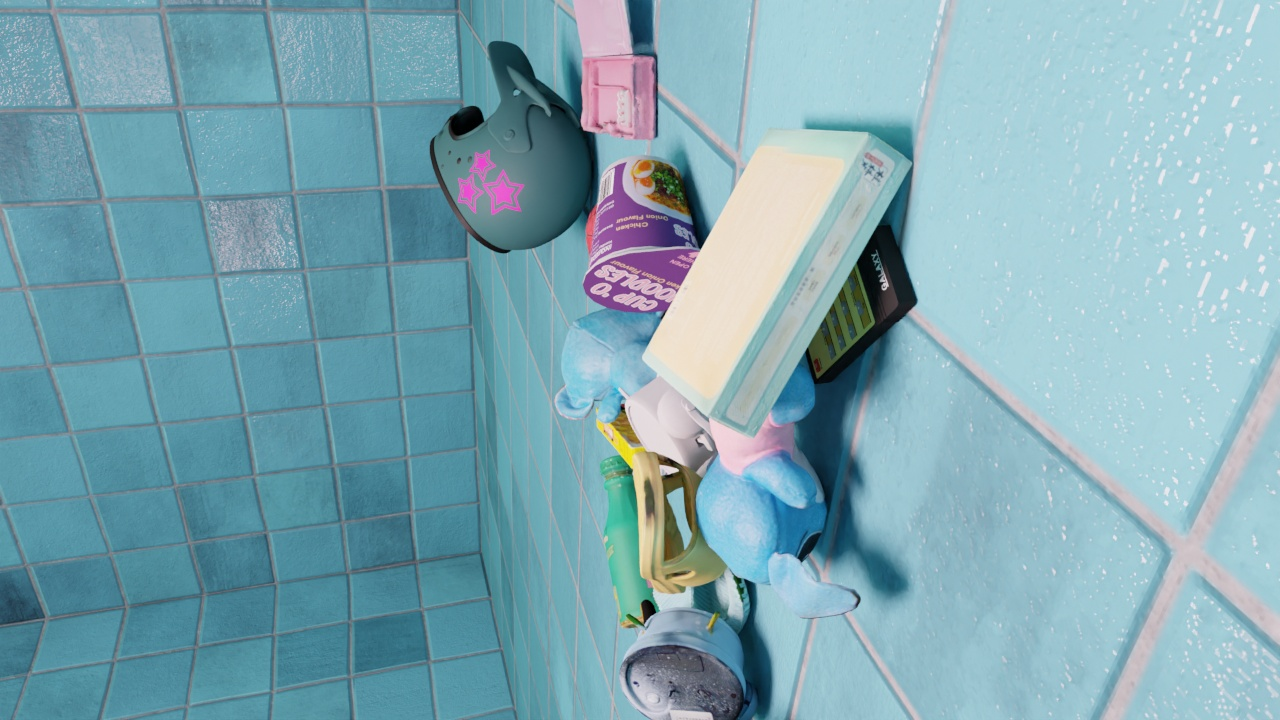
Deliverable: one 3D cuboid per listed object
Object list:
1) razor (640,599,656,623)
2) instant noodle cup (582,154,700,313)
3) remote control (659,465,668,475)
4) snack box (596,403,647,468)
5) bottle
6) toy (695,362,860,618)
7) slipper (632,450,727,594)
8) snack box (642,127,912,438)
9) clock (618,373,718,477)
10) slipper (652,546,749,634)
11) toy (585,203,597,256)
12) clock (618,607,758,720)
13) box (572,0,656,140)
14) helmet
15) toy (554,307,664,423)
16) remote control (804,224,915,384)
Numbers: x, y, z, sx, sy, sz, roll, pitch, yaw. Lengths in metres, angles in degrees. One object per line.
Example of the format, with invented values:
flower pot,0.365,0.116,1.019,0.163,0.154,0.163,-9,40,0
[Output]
razor,0.014,0.313,1.004,0.044,0.021,0.144,54,-170,-26
instant noodle cup,0.008,-0.131,0.902,0.137,0.121,0.121,-28,56,44
remote control,0.013,0.102,1.097,0.133,0.022,0.050,-129,37,-62
snack box,0.005,0.079,1.022,0.152,0.075,0.025,-142,46,-69
bottle,-0.012,0.222,1.144,0.068,0.068,0.209,117,143,-63
toy,0.093,0.078,0.665,0.224,0.099,0.192,-110,20,-69
slipper,0.036,0.145,0.796,0.264,0.078,0.099,79,-178,-66
snack box,0.080,-0.060,0.609,0.193,0.044,0.141,-61,22,5
clock,0.046,0.066,0.862,0.159,0.061,0.120,24,145,59
slipper,0.048,0.263,0.960,0.277,0.069,0.115,104,158,-52
toy,-0.036,-0.155,1.115,0.133,0.062,0.092,-112,27,-76
clock,0.047,0.302,0.863,0.059,0.118,0.162,-65,-34,-56
box,-0.033,-0.350,1.065,0.232,0.040,0.179,-133,36,-65
helmet,-0.172,-0.296,1.286,0.176,0.201,0.274,15,-136,-60
toy,-0.006,0.006,1.015,0.181,0.183,0.115,30,171,44
remote control,0.141,-0.033,0.619,0.134,0.013,0.058,118,143,-63
